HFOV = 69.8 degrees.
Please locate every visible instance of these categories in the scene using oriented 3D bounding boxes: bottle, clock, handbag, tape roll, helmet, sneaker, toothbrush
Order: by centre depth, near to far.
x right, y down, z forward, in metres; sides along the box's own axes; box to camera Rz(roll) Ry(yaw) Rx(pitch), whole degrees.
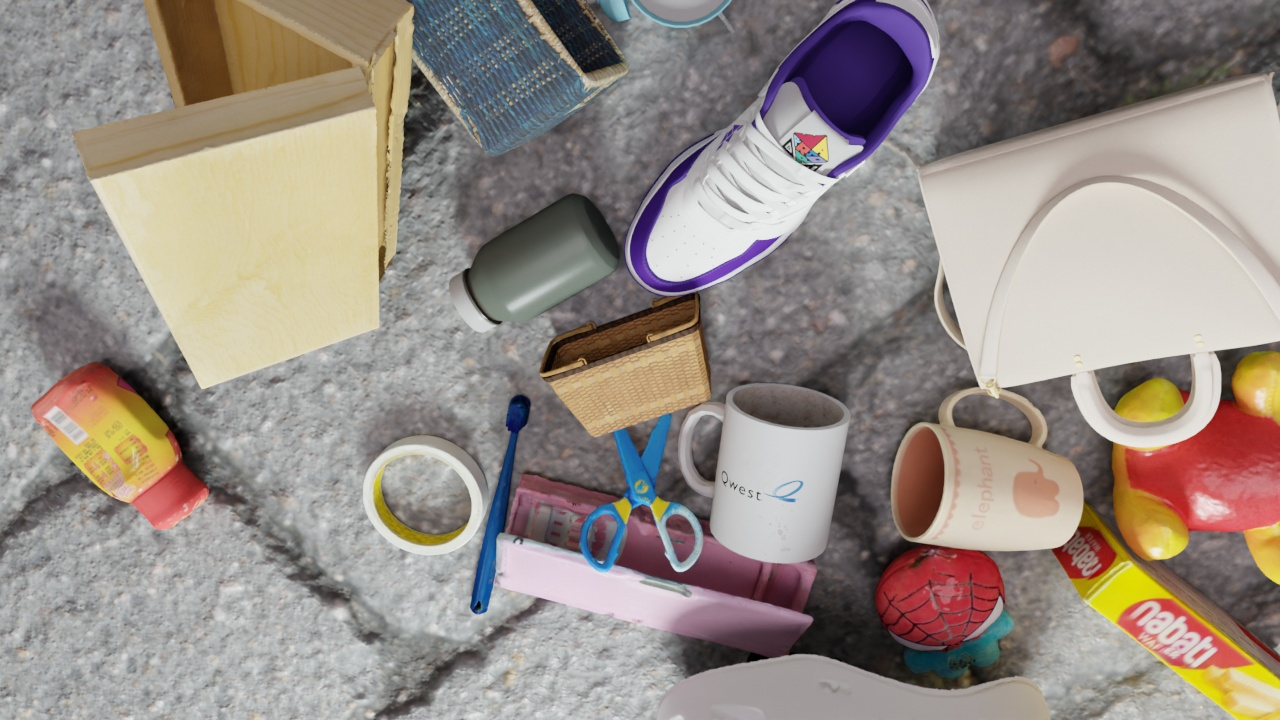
[{"bbox_3d":[0.276,-0.042,0.535,0.195,0.101,0.198,-12,100,29],"label":"handbag"},{"bbox_3d":[0.083,-0.120,0.549,0.092,0.111,0.245,41,108,-8],"label":"sneaker"},{"bbox_3d":[0.007,-0.246,0.552,0.123,0.042,0.087,17,110,-1],"label":"clock"},{"bbox_3d":[-0.072,-0.062,0.614,0.108,0.060,0.060,-28,103,14],"label":"bottle"},{"bbox_3d":[0.145,0.297,0.649,0.282,0.183,0.225,20,135,10],"label":"helmet"},{"bbox_3d":[-0.392,0.069,0.701,0.071,0.048,0.134,-35,102,16],"label":"bottle"},{"bbox_3d":[-0.109,0.114,0.701,0.016,0.017,0.190,15,110,2],"label":"toothbrush"},{"bbox_3d":[-0.164,0.104,0.703,0.094,0.019,0.094,2,109,6],"label":"tape roll"}]

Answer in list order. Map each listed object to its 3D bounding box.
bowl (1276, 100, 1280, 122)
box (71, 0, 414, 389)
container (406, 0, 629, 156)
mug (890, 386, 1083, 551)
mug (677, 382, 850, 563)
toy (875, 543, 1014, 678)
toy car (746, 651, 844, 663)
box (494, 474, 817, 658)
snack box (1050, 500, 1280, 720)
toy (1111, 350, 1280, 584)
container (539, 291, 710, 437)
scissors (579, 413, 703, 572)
[{"bbox_3d":[0.440,-0.119,0.537,0.177,0.057,0.177,2,109,6],"label":"bowl"},{"bbox_3d":[-0.203,-0.097,0.515,0.142,0.249,0.179,9,66,-11],"label":"box"},{"bbox_3d":[-0.097,-0.217,0.519,0.071,0.145,0.187,-33,102,19],"label":"container"},{"bbox_3d":[0.237,0.074,0.622,0.104,0.085,0.111,10,80,-7],"label":"mug"},{"bbox_3d":[0.079,0.071,0.639,0.120,0.082,0.096,17,112,30],"label":"mug"},{"bbox_3d":[0.223,0.186,0.667,0.092,0.062,0.133,-19,117,20],"label":"toy"},{"bbox_3d":[0.125,0.252,0.710,0.092,0.042,0.036,13,132,2],"label":"toy car"},{"bbox_3d":[0.008,0.165,0.673,0.232,0.080,0.099,16,109,1],"label":"box"},{"bbox_3d":[0.376,0.184,0.630,0.200,0.092,0.042,37,108,-7],"label":"snack box"},{"bbox_3d":[0.414,0.062,0.581,0.216,0.098,0.147,-4,106,9],"label":"toy"},{"bbox_3d":[-0.004,0.004,0.631,0.114,0.063,0.061,-19,113,12],"label":"container"},{"bbox_3d":[0.009,0.091,0.645,0.109,0.018,0.130,20,70,0],"label":"scissors"}]
